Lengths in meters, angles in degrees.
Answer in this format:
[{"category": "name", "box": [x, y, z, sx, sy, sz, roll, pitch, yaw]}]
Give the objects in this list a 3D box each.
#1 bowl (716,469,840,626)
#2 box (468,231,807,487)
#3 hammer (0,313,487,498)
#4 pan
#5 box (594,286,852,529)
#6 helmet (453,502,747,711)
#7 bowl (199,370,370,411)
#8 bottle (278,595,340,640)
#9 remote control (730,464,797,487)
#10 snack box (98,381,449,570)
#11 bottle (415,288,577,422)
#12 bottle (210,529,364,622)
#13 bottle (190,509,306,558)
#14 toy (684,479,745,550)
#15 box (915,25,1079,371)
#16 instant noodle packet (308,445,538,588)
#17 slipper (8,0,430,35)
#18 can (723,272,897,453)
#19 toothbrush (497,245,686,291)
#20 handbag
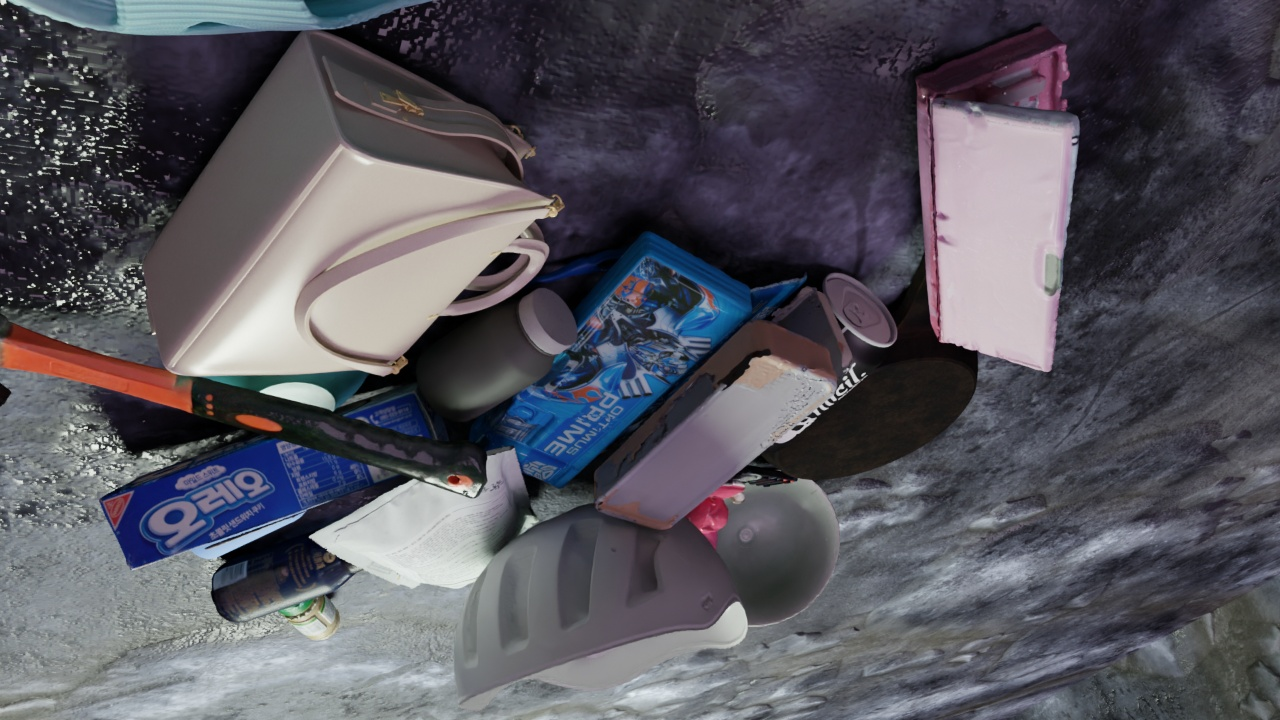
[{"category": "bowl", "box": [0.122, 0.193, 0.986, 0.174, 0.068, 0.174, -3, 100, -16]}, {"category": "box", "box": [0.001, 0.016, 0.685, 0.174, 0.063, 0.244, 8, 141, -39]}, {"category": "hammer", "box": [-0.249, 0.027, 0.548, 0.333, 0.033, 0.133, 18, 134, -19]}, {"category": "pan", "box": [0.218, 0.004, 0.796, 0.248, 0.043, 0.357, -7, 144, -16]}, {"category": "box", "box": [0.048, 0.041, 0.671, 0.107, 0.094, 0.217, -3, 147, -42]}, {"category": "helmet", "box": [-0.040, 0.217, 0.773, 0.225, 0.184, 0.281, -32, 173, 23]}, {"category": "bowl", "box": [-0.228, 0.012, 0.598, 0.121, 0.046, 0.121, -12, 145, -9]}, {"category": "bottle", "box": [-0.318, 0.233, 0.872, 0.042, 0.042, 0.110, -14, 147, -6]}, {"category": "remote control", "box": [0.088, 0.104, 0.886, 0.140, 0.021, 0.046, 16, 159, -35]}, {"category": "snack box", "box": [-0.251, 0.078, 0.646, 0.226, 0.059, 0.059, -20, -171, -2]}, {"category": "bottle", "box": [-0.097, -0.004, 0.616, 0.109, 0.060, 0.060, -30, 145, 28]}, {"category": "bottle", "box": [-0.287, 0.178, 0.794, 0.161, 0.056, 0.056, -19, 146, 2]}, {"category": "bottle", "box": [-0.284, 0.106, 0.702, 0.131, 0.048, 0.048, -25, 145, 10]}, {"category": "toy", "box": [0.063, 0.141, 0.901, 0.065, 0.050, 0.103, 15, 128, -21]}, {"category": "box", "box": [0.245, -0.085, 0.609, 0.099, 0.098, 0.233, -21, 137, 0]}, {"category": "instant noodle packet", "box": [-0.156, 0.132, 0.740, 0.146, 0.057, 0.269, -27, 160, -11]}, {"category": "slipper", "box": [-0.136, -0.176, 0.363, 0.276, 0.069, 0.116, -11, 148, -12]}, {"category": "can", "box": [0.124, 0.005, 0.722, 0.080, 0.080, 0.146, 10, 137, -35]}, {"category": "toothbrush", "box": [-0.031, -0.064, 0.614, 0.132, 0.016, 0.021, -11, 146, -15]}, {"category": "handbag", "box": [-0.135, -0.062, 0.510, 0.195, 0.101, 0.197, -39, 152, 29]}]
